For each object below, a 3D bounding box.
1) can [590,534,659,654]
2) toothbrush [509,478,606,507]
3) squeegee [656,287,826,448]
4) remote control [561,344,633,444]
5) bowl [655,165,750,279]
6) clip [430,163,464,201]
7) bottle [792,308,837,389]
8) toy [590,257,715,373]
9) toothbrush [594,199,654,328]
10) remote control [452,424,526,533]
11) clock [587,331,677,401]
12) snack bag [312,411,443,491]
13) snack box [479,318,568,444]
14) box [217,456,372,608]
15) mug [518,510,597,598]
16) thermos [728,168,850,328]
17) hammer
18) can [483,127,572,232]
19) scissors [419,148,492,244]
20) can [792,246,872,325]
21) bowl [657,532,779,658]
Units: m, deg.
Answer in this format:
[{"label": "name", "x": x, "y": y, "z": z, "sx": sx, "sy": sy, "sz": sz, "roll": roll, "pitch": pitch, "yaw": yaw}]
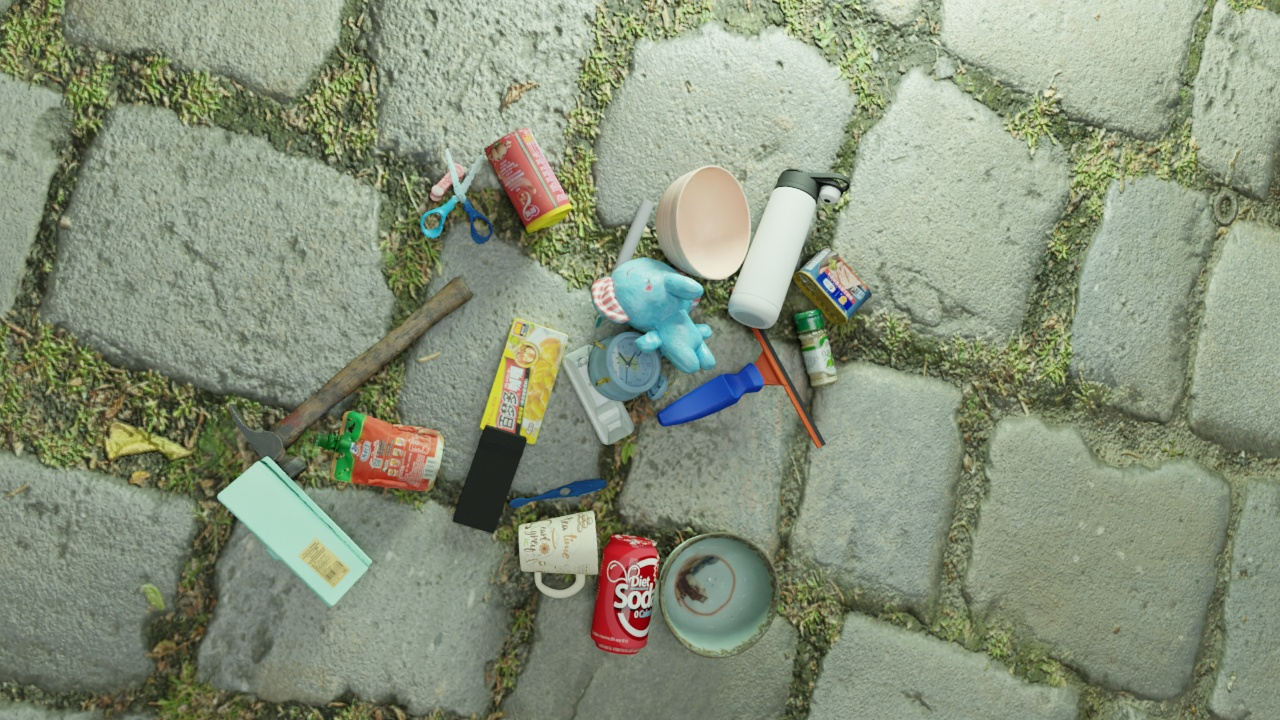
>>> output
[{"label": "can", "x": -0.020, "y": 0.304, "z": 1.194, "sx": 0.074, "sy": 0.074, "sz": 0.142, "roll": 9, "pitch": 86, "yaw": -12}, {"label": "toothbrush", "x": -0.108, "y": 0.176, "z": 1.212, "sx": 0.132, "sy": 0.016, "sz": 0.021, "roll": -11, "pitch": 91, "yaw": -15}, {"label": "squeegee", "x": 0.108, "y": 0.044, "z": 1.242, "sx": 0.184, "sy": 0.055, "sz": 0.249, "roll": -24, "pitch": 76, "yaw": -12}, {"label": "remote control", "x": -0.056, "y": 0.046, "z": 1.223, "sx": 0.050, "sy": 0.022, "sz": 0.133, "roll": -27, "pitch": 93, "yaw": -12}, {"label": "bowl", "x": 0.072, "y": -0.180, "z": 1.219, "sx": 0.152, "sy": 0.076, "sz": 0.153, "roll": -2, "pitch": 93, "yaw": -46}, {"label": "clip", "x": -0.252, "y": -0.231, "z": 1.187, "sx": 0.023, "sy": 0.043, "sz": 0.060, "roll": 41, "pitch": 94, "yaw": -11}, {"label": "bottle", "x": 0.244, "y": -0.016, "z": 1.280, "sx": 0.042, "sy": 0.043, "sz": 0.110, "roll": -15, "pitch": 92, "yaw": -12}, {"label": "toy", "x": 0.034, "y": -0.064, "z": 1.175, "sx": 0.183, "sy": 0.115, "sz": 0.180, "roll": -12, "pitch": 56, "yaw": -45}, {"label": "toothbrush", "x": -0.024, "y": -0.130, "z": 1.237, "sx": 0.018, "sy": 0.019, "sz": 0.188, "roll": 24, "pitch": 83, "yaw": -17}, {"label": "remote control", "x": -0.194, "y": 0.153, "z": 1.180, "sx": 0.058, "sy": 0.013, "sz": 0.133, "roll": 20, "pitch": 97, "yaw": -11}, {"label": "clock", "x": -0.007, "y": 0.007, "z": 1.213, "sx": 0.124, "sy": 0.052, "sz": 0.088, "roll": 4, "pitch": 75, "yaw": -28}, {"label": "snack bag", "x": -0.326, "y": 0.114, "z": 1.139, "sx": 0.155, "sy": 0.044, "sz": 0.087, "roll": 13, "pitch": 82, "yaw": -21}, {"label": "snack box", "x": -0.153, "y": 0.028, "z": 1.201, "sx": 0.075, "sy": 0.025, "sz": 0.152, "roll": 18, "pitch": 84, "yaw": -10}, {"label": "box", "x": -0.419, "y": 0.212, "z": 1.092, "sx": 0.077, "sy": 0.091, "sz": 0.188, "roll": -38, "pitch": 98, "yaw": 23}, {"label": "mug", "x": -0.106, "y": 0.256, "z": 1.189, "sx": 0.097, "sy": 0.081, "sz": 0.122, "roll": -4, "pitch": 115, "yaw": -5}, {"label": "thermos", "x": 0.201, "y": -0.154, "z": 1.243, "sx": 0.101, "sy": 0.068, "sz": 0.229, "roll": 16, "pitch": 75, "yaw": 22}, {"label": "hammer", "x": -0.354, "y": 0.002, "z": 1.158, "sx": 0.330, "sy": 0.033, "sz": 0.120, "roll": -41, "pitch": 95, "yaw": -11}, {"label": "can", "x": -0.145, "y": -0.233, "z": 1.192, "sx": 0.066, "sy": 0.067, "sz": 0.124, "roll": -29, "pitch": 94, "yaw": -12}, {"label": "scissors", "x": -0.226, "y": -0.206, "z": 1.187, "sx": 0.117, "sy": 0.014, "sz": 0.130, "roll": 28, "pitch": 86, "yaw": -30}, {"label": "can", "x": 0.268, "y": -0.105, "z": 1.281, "sx": 0.059, "sy": 0.054, "sz": 0.100, "roll": -45, "pitch": 97, "yaw": -11}, {"label": "bowl", "x": 0.091, "y": 0.300, "z": 1.208, "sx": 0.159, "sy": 0.094, "sz": 0.160, "roll": 1, "pitch": 88, "yaw": -12}]
